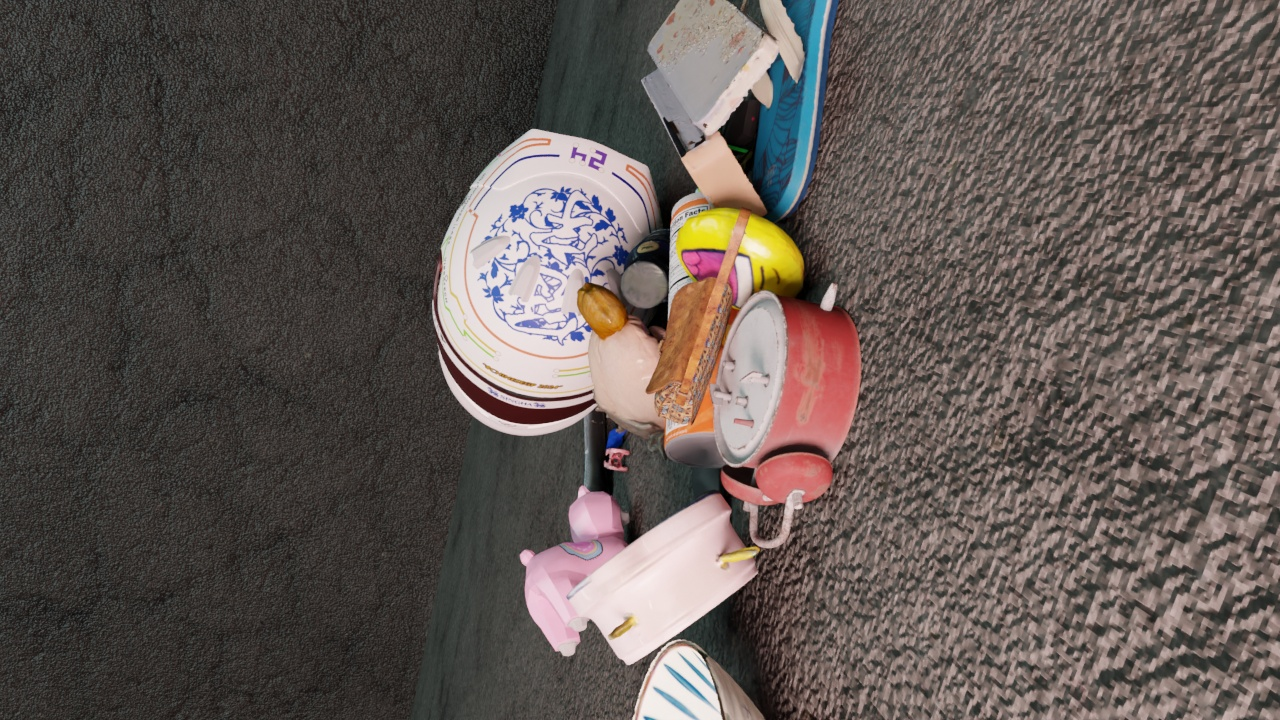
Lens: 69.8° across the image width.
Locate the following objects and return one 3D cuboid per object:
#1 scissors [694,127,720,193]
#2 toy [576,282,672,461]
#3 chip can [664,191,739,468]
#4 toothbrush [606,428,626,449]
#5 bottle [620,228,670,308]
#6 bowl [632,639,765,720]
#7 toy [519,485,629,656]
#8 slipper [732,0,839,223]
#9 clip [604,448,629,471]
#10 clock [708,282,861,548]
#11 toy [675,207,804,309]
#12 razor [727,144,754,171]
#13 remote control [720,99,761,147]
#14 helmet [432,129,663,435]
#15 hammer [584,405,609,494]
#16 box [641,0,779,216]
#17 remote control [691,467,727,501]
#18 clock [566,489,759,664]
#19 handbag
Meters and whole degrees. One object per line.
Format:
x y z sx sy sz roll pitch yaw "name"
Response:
0.060 -0.172 0.845 0.078 0.013 0.132 -153 65 -76 "scissors"
-0.005 0.005 0.780 0.133 0.076 0.176 28 149 51 "toy"
0.052 -0.027 0.702 0.062 0.062 0.210 125 152 -58 "chip can"
-0.002 0.047 0.951 0.187 0.016 0.011 124 155 -52 "toothbrush"
0.015 -0.080 0.808 0.160 0.056 0.056 -60 -14 -72 "bottle"
0.047 0.250 0.512 0.177 0.071 0.177 -171 91 -75 "bowl"
-0.051 0.189 0.855 0.157 0.123 0.067 64 143 41 "toy"
0.102 -0.248 0.678 0.118 0.060 0.294 167 112 -78 "slipper"
-0.026 0.100 0.989 0.059 0.022 0.039 150 125 -73 "clip"
0.079 0.033 0.563 0.110 0.062 0.156 149 129 -70 "clock"
0.067 -0.068 0.624 0.096 0.094 0.041 83 -149 -60 "toy"
0.065 -0.114 0.797 0.044 0.021 0.144 36 115 54 "razor"
0.080 -0.206 0.825 0.125 0.010 0.039 -166 87 -76 "remote control"
-0.096 -0.075 0.951 0.236 0.231 0.314 168 119 -81 "helmet"
-0.055 0.029 1.121 0.141 0.036 0.325 113 160 -45 "hammer"
0.059 -0.200 0.691 0.121 0.094 0.216 57 -170 -32 "box"
0.051 0.107 0.697 0.046 0.021 0.140 126 149 -60 "remote control"
0.018 0.142 0.592 0.059 0.116 0.158 55 172 14 "clock"
0.036 -0.032 0.557 0.196 0.043 0.093 101 -171 -66 "handbag"
